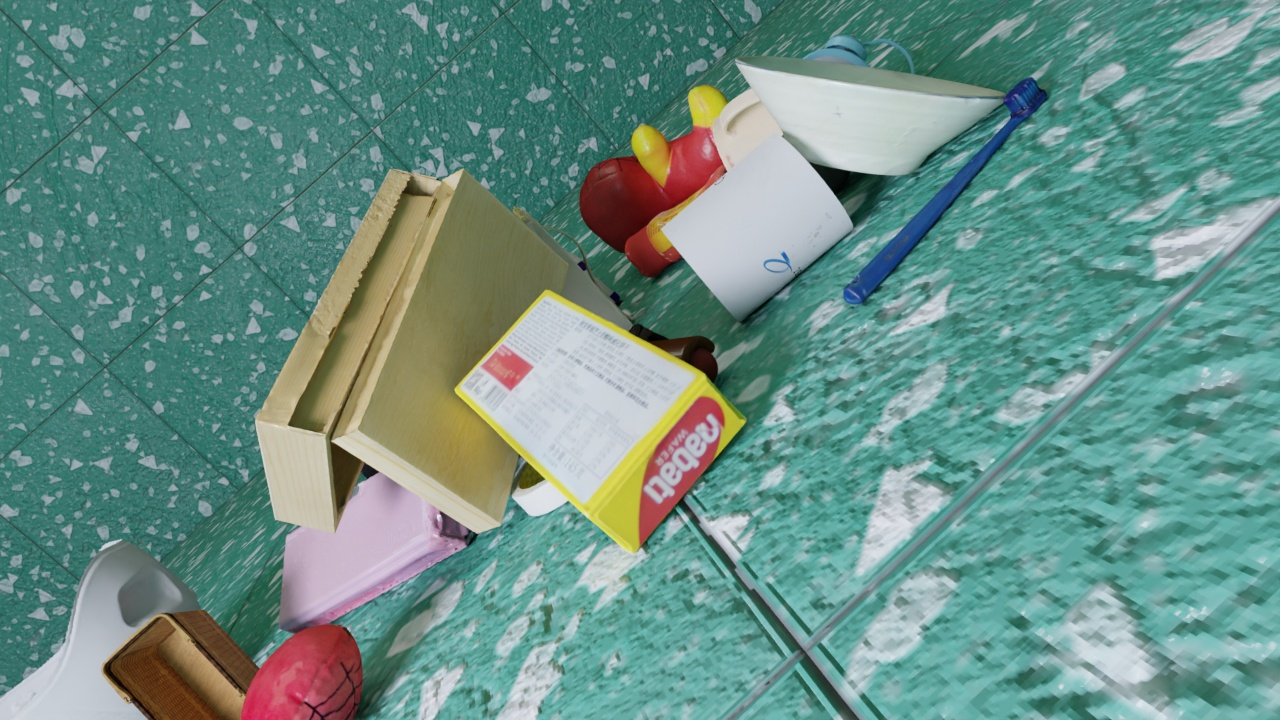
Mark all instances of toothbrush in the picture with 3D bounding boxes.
[{"bbox_3d":[0.176,-0.101,0.527,0.189,0.017,0.016,-46,15,-17],"label":"toothbrush"}]

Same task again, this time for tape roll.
[{"bbox_3d":[-0.048,0.065,0.624,0.094,0.019,0.094,-39,14,12],"label":"tape roll"}]

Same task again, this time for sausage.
[{"bbox_3d":[-0.013,0.010,0.599,0.156,0.040,0.040,-6,36,44],"label":"sausage"}]

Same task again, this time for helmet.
[{"bbox_3d":[-0.498,0.301,0.779,0.281,0.184,0.225,-42,7,-31],"label":"helmet"}]

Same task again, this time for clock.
[{"bbox_3d":[0.171,-0.223,0.748,0.123,0.087,0.042,-31,-6,-10],"label":"clock"}]

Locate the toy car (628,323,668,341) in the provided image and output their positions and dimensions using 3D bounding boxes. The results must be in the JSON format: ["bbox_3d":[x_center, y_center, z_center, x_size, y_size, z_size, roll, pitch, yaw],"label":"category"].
[{"bbox_3d":[-0.004,0.004,0.648,0.092,0.042,0.036,-22,47,53],"label":"toy car"}]

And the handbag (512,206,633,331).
[{"bbox_3d":[-0.137,-0.050,0.833,0.194,0.198,0.101,-42,14,1],"label":"handbag"}]

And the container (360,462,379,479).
[{"bbox_3d":[-0.228,0.032,0.935,0.187,0.145,0.071,-43,18,-4],"label":"container"}]

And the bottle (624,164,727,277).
[{"bbox_3d":[0.045,-0.133,0.900,0.134,0.048,0.071,-33,19,31],"label":"bottle"}]

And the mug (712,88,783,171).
[{"bbox_3d":[0.122,-0.209,0.816,0.104,0.111,0.085,-23,64,27],"label":"mug"}]

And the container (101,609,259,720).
[{"bbox_3d":[-0.325,0.238,0.677,0.063,0.114,0.061,-42,2,-2],"label":"container"}]

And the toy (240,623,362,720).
[{"bbox_3d":[-0.203,0.214,0.526,0.132,0.062,0.092,-68,12,-23],"label":"toy"}]

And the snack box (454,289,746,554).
[{"bbox_3d":[-0.033,0.024,0.529,0.092,0.042,0.201,-49,33,-8],"label":"snack box"}]

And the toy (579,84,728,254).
[{"bbox_3d":[0.028,-0.187,0.968,0.217,0.147,0.098,-31,52,30],"label":"toy"}]

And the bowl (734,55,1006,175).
[{"bbox_3d":[0.146,-0.161,0.612,0.176,0.177,0.058,-80,-3,-68],"label":"bowl"}]

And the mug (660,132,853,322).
[{"bbox_3d":[0.082,-0.086,0.631,0.096,0.083,0.119,-40,-14,8],"label":"mug"}]

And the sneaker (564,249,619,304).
[{"bbox_3d":[-0.131,-0.061,1.022,0.245,0.111,0.091,-22,25,53],"label":"sneaker"}]

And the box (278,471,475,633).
[{"bbox_3d":[-0.202,0.152,0.746,0.233,0.080,0.099,-33,51,32],"label":"box"}]

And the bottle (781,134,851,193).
[{"bbox_3d":[0.122,-0.147,0.715,0.109,0.060,0.060,-34,16,28],"label":"bottle"}]

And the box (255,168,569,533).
[{"bbox_3d":[-0.162,-0.014,0.659,0.179,0.142,0.247,1,50,11],"label":"box"}]
